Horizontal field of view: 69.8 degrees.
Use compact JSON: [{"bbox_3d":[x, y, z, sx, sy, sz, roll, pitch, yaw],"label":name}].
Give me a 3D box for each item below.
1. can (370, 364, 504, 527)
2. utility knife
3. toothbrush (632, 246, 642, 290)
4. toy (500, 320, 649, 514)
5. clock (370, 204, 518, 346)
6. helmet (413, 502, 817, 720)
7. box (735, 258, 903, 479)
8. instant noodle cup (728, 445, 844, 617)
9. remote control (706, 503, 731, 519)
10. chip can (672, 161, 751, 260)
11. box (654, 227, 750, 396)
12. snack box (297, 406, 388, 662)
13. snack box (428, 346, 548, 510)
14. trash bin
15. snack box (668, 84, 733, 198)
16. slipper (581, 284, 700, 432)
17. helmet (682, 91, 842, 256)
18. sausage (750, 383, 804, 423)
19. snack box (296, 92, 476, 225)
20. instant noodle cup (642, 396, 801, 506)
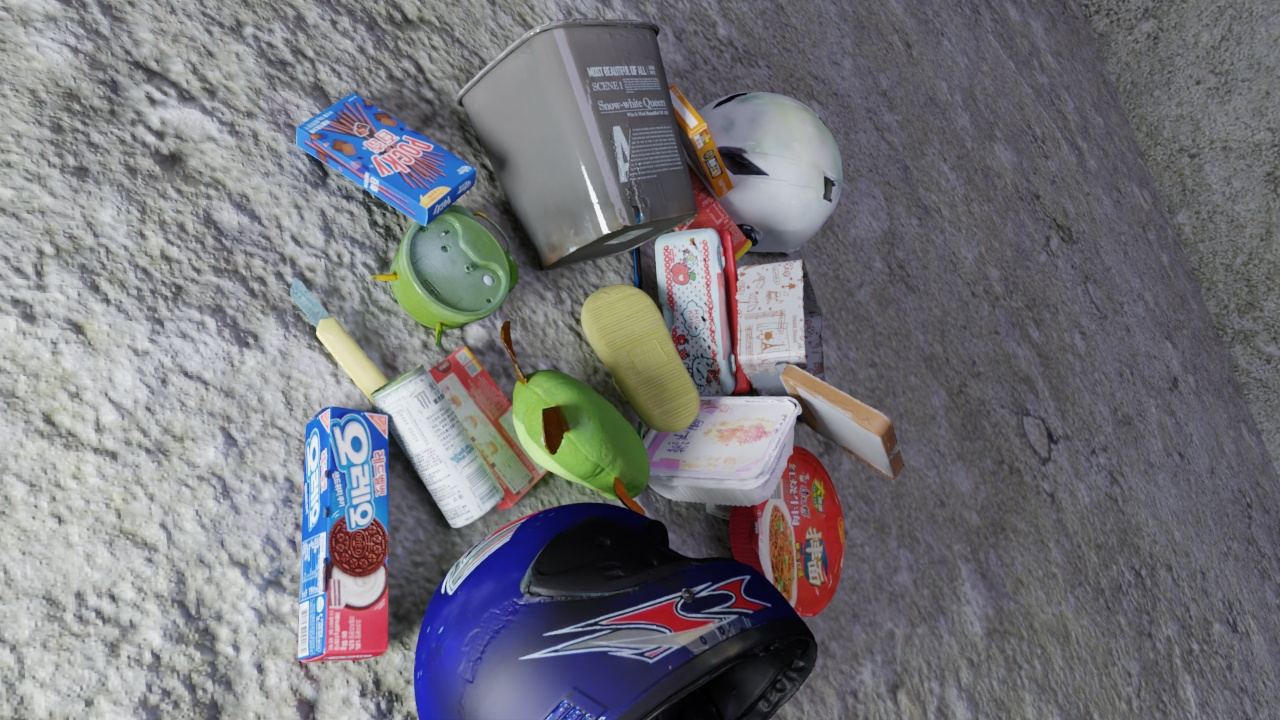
[{"bbox_3d":[-0.185,0.079,0.842,0.058,0.058,0.147,-39,103,-43],"label":"can"},{"bbox_3d":[-0.260,0.003,0.853,0.195,0.020,0.030,56,45,-15],"label":"utility knife"},{"bbox_3d":[-0.002,-0.108,1.123,0.016,0.014,0.189,15,60,-35],"label":"toothbrush"},{"bbox_3d":[-0.060,0.072,0.896,0.227,0.090,0.247,52,4,40],"label":"toy"},{"bbox_3d":[-0.187,-0.097,0.935,0.116,0.056,0.160,48,48,-12],"label":"clock"},{"bbox_3d":[-0.036,0.237,0.774,0.314,0.248,0.240,-15,45,-37],"label":"helmet"},{"bbox_3d":[0.196,0.019,1.065,0.272,0.130,0.179,63,6,29],"label":"box"},{"bbox_3d":[0.163,0.197,1.061,0.193,0.066,0.193,16,70,-49],"label":"instant noodle cup"},{"bbox_3d":[0.104,0.123,1.098,0.056,0.019,0.135,19,59,-32],"label":"remote control"},{"bbox_3d":[0.051,-0.210,1.174,0.216,0.073,0.073,51,47,-10],"label":"chip can"},{"bbox_3d":[0.071,-0.054,1.105,0.101,0.095,0.201,-6,89,2],"label":"box"},{"bbox_3d":[-0.250,0.143,0.772,0.058,0.057,0.207,12,63,-39],"label":"snack box"},{"bbox_3d":[-0.156,0.066,0.906,0.153,0.026,0.075,53,47,-7],"label":"snack box"},{"bbox_3d":[-0.058,-0.234,1.021,0.198,0.199,0.219,-19,88,-43],"label":"trash bin"},{"bbox_3d":[0.069,-0.261,1.107,0.075,0.026,0.153,57,5,25],"label":"snack box"},{"bbox_3d":[-0.006,0.006,1.025,0.091,0.082,0.190,-19,66,-27],"label":"slipper"},{"bbox_3d":[0.179,-0.273,1.258,0.258,0.146,0.228,19,59,-32],"label":"helmet"},{"bbox_3d":[0.165,0.038,1.186,0.165,0.022,0.021,34,52,-22],"label":"sausage"},{"bbox_3d":[-0.251,-0.202,0.912,0.157,0.026,0.084,32,49,6],"label":"snack box"},{"bbox_3d":[0.087,0.104,1.006,0.137,0.174,0.060,-55,129,-40],"label":"instant noodle cup"}]
